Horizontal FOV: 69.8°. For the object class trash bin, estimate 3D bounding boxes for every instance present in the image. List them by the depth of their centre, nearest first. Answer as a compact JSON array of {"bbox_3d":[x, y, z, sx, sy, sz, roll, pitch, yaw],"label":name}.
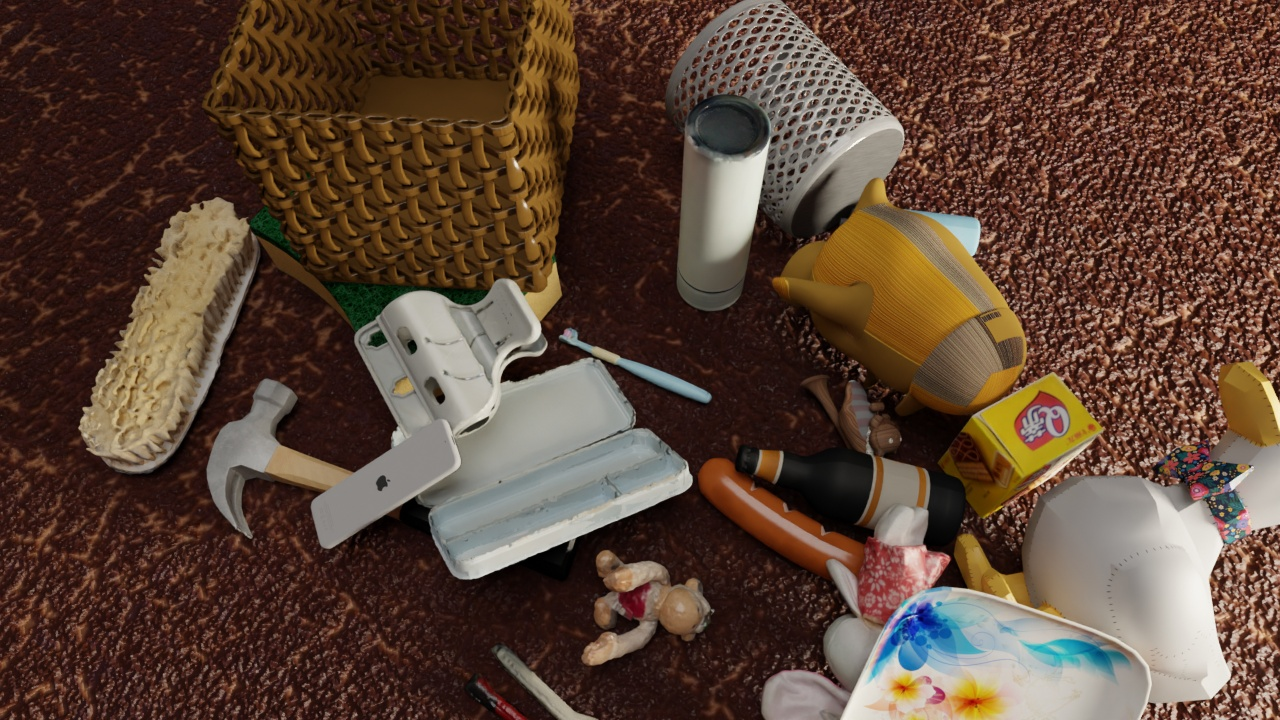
[{"bbox_3d":[0.141,-0.229,0.887,0.156,0.157,0.183,-33,69,-14],"label":"trash bin"}]

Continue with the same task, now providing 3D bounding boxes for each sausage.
[{"bbox_3d":[0.118,0.136,0.761,0.164,0.039,0.044,31,60,17],"label":"sausage"}]

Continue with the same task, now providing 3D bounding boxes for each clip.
[{"bbox_3d":[-0.150,-0.006,0.756,0.143,0.074,0.124,-30,81,-3],"label":"clip"}]

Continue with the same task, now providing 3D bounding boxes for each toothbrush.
[{"bbox_3d":[-0.005,0.005,0.846,0.155,0.016,0.022,24,28,14],"label":"toothbrush"}]

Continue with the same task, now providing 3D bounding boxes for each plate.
[{"bbox_3d":[0.239,0.250,0.642,0.187,0.016,0.187,19,106,0],"label":"plate"}]

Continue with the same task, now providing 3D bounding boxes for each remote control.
[{"bbox_3d":[-0.205,0.099,0.733,0.147,0.008,0.045,-32,64,16],"label":"remote control"}]

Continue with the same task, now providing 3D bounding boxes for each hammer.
[{"bbox_3d":[-0.212,0.119,0.784,0.328,0.039,0.131,15,65,9],"label":"hammer"}]

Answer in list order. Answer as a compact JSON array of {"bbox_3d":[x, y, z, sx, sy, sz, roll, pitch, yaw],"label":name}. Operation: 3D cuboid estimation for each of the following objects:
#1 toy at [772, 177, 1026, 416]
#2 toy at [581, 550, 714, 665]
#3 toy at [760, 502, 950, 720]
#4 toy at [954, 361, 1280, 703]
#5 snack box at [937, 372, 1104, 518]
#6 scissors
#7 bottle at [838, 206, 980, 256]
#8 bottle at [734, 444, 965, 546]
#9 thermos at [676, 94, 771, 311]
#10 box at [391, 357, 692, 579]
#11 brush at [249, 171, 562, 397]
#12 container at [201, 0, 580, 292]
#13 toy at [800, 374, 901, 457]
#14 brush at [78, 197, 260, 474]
[{"bbox_3d":[0.233,-0.034,0.784,0.198,0.163,0.203,-14,49,-31],"label":"toy"},{"bbox_3d":[0.009,0.199,0.722,0.106,0.074,0.085,12,94,-14],"label":"toy"},{"bbox_3d":[0.181,0.204,0.689,0.159,0.084,0.194,9,89,5],"label":"toy"},{"bbox_3d":[0.380,0.143,0.676,0.268,0.140,0.247,-19,100,8],"label":"toy"},{"bbox_3d":[0.307,0.071,0.750,0.083,0.106,0.061,-27,65,-12],"label":"snack box"},{"bbox_3d":[-0.055,0.296,0.697,0.146,0.015,0.187,-17,63,-8],"label":"scissors"},{"bbox_3d":[0.259,-0.126,0.891,0.130,0.040,0.040,8,63,6],"label":"bottle"},{"bbox_3d":[0.167,0.102,0.750,0.181,0.059,0.059,15,63,-1],"label":"bottle"},{"bbox_3d":[0.067,-0.125,0.790,0.068,0.230,0.067,0,62,0],"label":"thermos"},{"bbox_3d":[-0.086,0.085,0.765,0.209,0.061,0.192,-21,38,-23],"label":"box"},{"bbox_3d":[-0.221,-0.096,0.873,0.194,0.075,0.250,-38,67,-16],"label":"brush"},{"bbox_3d":[-0.181,-0.221,0.771,0.219,0.214,0.251,4,63,4],"label":"container"},{"bbox_3d":[0.187,0.050,0.798,0.041,0.055,0.101,-4,61,-46],"label":"toy"},{"bbox_3d":[-0.431,-0.027,0.855,0.083,0.057,0.270,9,63,5],"label":"brush"}]
